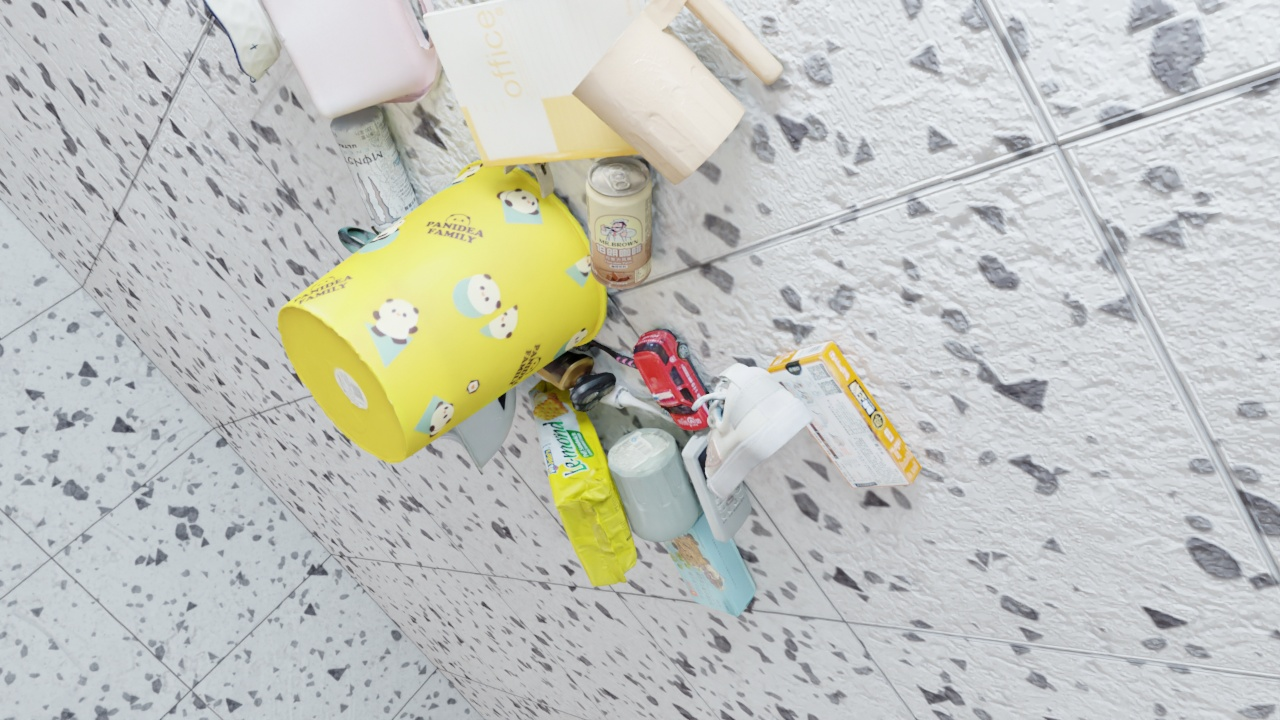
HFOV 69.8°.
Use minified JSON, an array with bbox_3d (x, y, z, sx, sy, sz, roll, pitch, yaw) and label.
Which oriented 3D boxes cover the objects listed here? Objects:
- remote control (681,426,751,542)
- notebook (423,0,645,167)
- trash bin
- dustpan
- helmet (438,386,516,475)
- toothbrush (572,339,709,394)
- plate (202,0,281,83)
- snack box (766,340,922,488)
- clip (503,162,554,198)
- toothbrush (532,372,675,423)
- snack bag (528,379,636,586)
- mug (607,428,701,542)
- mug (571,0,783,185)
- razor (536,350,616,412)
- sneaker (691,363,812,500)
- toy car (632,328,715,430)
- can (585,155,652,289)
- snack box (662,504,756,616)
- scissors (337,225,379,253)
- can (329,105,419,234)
[{"bbox_3d":[0.088,0.137,1.025,0.021,0.058,0.150,16,140,41],"label":"remote control"},{"bbox_3d":[-0.074,-0.234,0.766,0.207,0.010,0.146,3,130,29],"label":"notebook"},{"bbox_3d":[-0.202,-0.045,0.929,0.230,0.254,0.230,30,142,27],"label":"trash bin"},{"bbox_3d":[-0.302,-0.357,0.922,0.273,0.138,0.223,51,165,50],"label":"dustpan"},{"bbox_3d":[-0.242,0.005,1.144,0.258,0.145,0.229,41,165,12],"label":"helmet"},{"bbox_3d":[-0.006,0.006,1.014,0.189,0.017,0.014,22,140,28],"label":"toothbrush"},{"bbox_3d":[-0.400,-0.368,0.862,0.204,0.045,0.205,58,167,21],"label":"plate"},{"bbox_3d":[0.187,0.054,0.846,0.154,0.026,0.075,52,148,-14],"label":"snack box"},{"bbox_3d":[-0.107,-0.204,0.861,0.066,0.034,0.099,35,150,12],"label":"clip"},{"bbox_3d":[-0.043,0.036,1.080,0.221,0.026,0.026,18,106,35],"label":"toothbrush"},{"bbox_3d":[-0.068,0.140,1.103,0.246,0.068,0.158,-113,4,-53],"label":"snack bag"},{"bbox_3d":[0.032,0.130,1.033,0.083,0.124,0.103,54,167,54],"label":"mug"},{"bbox_3d":[0.027,-0.205,0.670,0.103,0.084,0.125,41,123,-13],"label":"mug"},{"bbox_3d":[-0.102,0.007,1.080,0.167,0.062,0.068,30,130,37],"label":"razor"},{"bbox_3d":[0.089,0.067,0.888,0.090,0.089,0.243,49,164,11],"label":"sneaker"},{"bbox_3d":[0.034,0.024,0.956,0.053,0.045,0.120,-12,118,46],"label":"toy car"},{"bbox_3d":[-0.019,-0.123,0.834,0.058,0.058,0.116,29,145,22],"label":"can"},{"bbox_3d":[0.081,0.246,1.169,0.074,0.051,0.175,6,133,43],"label":"snack box"},{"bbox_3d":[-0.292,-0.124,1.077,0.170,0.019,0.181,40,-167,29],"label":"scissors"},{"bbox_3d":[-0.296,-0.211,1.039,0.058,0.058,0.147,21,142,32],"label":"can"}]
